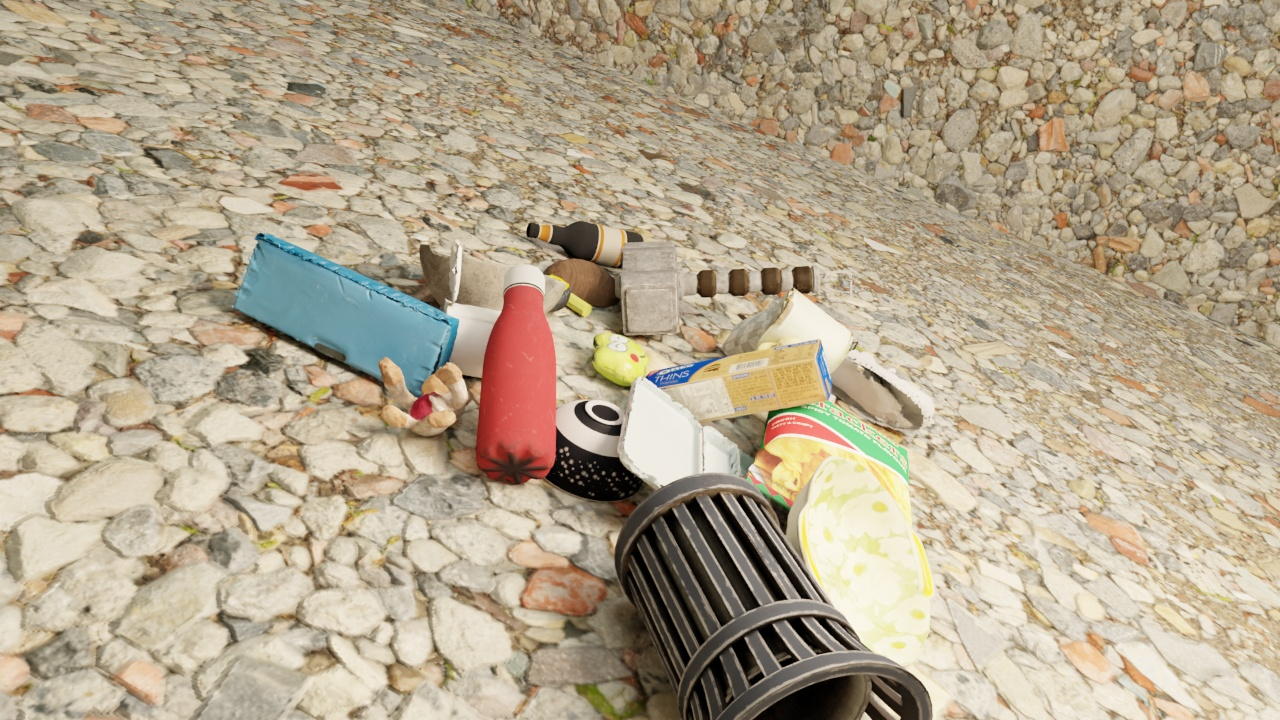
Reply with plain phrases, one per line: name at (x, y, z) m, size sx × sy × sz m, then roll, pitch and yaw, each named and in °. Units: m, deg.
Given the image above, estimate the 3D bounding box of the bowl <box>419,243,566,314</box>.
bowl at (-0.184, -0.079, 1.099) m, size 0.178 × 0.081 × 0.178 m, roll 15°, pitch 3°, yaw -1°

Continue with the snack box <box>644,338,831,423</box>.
snack box at (0.104, 0.028, 1.018) m, size 0.207 × 0.056 × 0.057 m, roll -11°, pitch 23°, yaw 22°

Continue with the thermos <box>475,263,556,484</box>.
thermos at (-0.119, 0.003, 0.908) m, size 0.073 × 0.073 × 0.239 m, roll 11°, pitch 52°, yaw -19°

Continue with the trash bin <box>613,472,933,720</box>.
trash bin at (0.077, 0.200, 0.673) m, size 0.164 × 0.164 × 0.227 m, roll 9°, pitch 24°, yaw -24°

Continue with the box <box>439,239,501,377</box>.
box at (-0.165, -0.051, 0.992) m, size 0.106 × 0.150 × 0.080 m, roll 8°, pitch 27°, yaw -20°

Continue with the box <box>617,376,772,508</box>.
box at (0.057, 0.106, 0.915) m, size 0.189 × 0.037 × 0.208 m, roll 33°, pitch 18°, yaw -10°

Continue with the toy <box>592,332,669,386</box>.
toy at (-0.007, 0.007, 1.120) m, size 0.115 × 0.046 × 0.092 m, roll 24°, pitch 21°, yaw -11°

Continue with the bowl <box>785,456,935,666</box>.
bowl at (0.187, 0.185, 0.832) m, size 0.219 × 0.060 × 0.188 m, roll 17°, pitch 55°, yaw -43°

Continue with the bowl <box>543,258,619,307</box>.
bowl at (-0.081, -0.119, 1.325) m, size 0.118 × 0.030 × 0.117 m, roll 17°, pitch 26°, yaw -9°

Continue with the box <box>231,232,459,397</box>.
box at (-0.305, -0.045, 0.943) m, size 0.231 × 0.093 × 0.052 m, roll 25°, pitch 25°, yaw 6°

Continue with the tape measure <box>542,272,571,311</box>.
tape measure at (-0.128, -0.089, 1.224) m, size 0.064 × 0.037 × 0.065 m, roll 25°, pitch 28°, yaw 10°

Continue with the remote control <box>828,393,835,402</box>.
remote control at (0.211, 0.026, 1.280) m, size 0.131 × 0.012 × 0.033 m, roll 31°, pitch 27°, yaw 21°

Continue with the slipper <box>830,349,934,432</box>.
slipper at (0.296, 0.018, 1.272) m, size 0.247 × 0.112 × 0.074 m, roll 33°, pitch 68°, yaw 32°

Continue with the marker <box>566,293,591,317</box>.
marker at (-0.117, -0.096, 1.271) m, size 0.124 × 0.017 × 0.021 m, roll 34°, pitch -5°, yaw 28°

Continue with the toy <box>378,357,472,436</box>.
toy at (-0.194, 0.035, 0.885) m, size 0.085 × 0.074 × 0.106 m, roll -8°, pitch -10°, yaw 13°

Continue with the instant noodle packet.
instant noodle packet at (0.214, 0.114, 1.005) m, size 0.195 × 0.090 × 0.252 m, roll 32°, pitch 30°, yaw -3°

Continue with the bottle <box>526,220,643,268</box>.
bottle at (-0.087, -0.184, 1.417) m, size 0.181 × 0.059 × 0.059 m, roll 9°, pitch 28°, yaw -23°

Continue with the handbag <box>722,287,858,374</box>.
handbag at (0.178, -0.008, 1.182) m, size 0.112 × 0.172 × 0.123 m, roll 35°, pitch 63°, yaw -13°

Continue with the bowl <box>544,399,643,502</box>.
bowl at (-0.045, 0.079, 0.921) m, size 0.120 × 0.066 × 0.120 m, roll 17°, pitch 26°, yaw -9°

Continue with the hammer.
hammer at (0.128, -0.109, 1.280) m, size 0.326 × 0.080 × 0.176 m, roll -2°, pitch 27°, yaw 2°
